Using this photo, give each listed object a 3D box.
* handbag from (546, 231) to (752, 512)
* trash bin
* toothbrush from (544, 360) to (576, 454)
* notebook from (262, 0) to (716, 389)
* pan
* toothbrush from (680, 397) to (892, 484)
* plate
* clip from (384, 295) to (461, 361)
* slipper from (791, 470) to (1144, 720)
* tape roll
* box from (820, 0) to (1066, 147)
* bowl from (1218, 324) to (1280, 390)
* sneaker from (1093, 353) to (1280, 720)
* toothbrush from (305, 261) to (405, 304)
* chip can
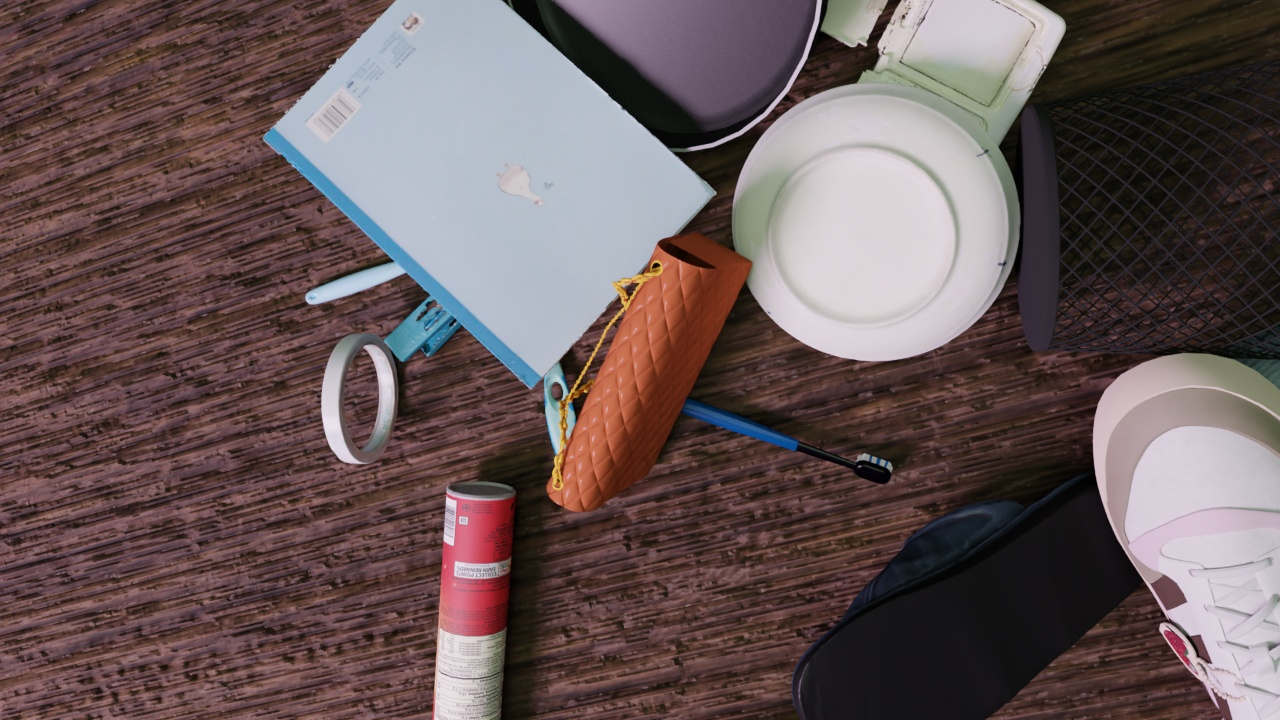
[{"bbox_3d":[-0.003,0.004,0.591,0.060,0.108,0.172,30,109,13],"label":"handbag"},{"bbox_3d":[0.329,-0.081,0.512,0.210,0.183,0.184,-2,93,16],"label":"trash bin"},{"bbox_3d":[-0.061,0.015,0.666,0.022,0.017,0.135,-9,92,8],"label":"toothbrush"},{"bbox_3d":[-0.103,-0.131,0.612,0.253,0.009,0.181,43,87,5],"label":"notebook"},{"bbox_3d":[0.066,-0.239,0.536,0.357,0.034,0.225,4,122,33],"label":"pan"},{"bbox_3d":[0.092,0.052,0.639,0.168,0.014,0.014,19,130,12],"label":"toothbrush"},{"bbox_3d":[0.141,-0.080,0.580,0.182,0.034,0.182,9,115,21],"label":"plate"},{"bbox_3d":[-0.128,-0.049,0.634,0.130,0.120,0.030,-40,87,-3],"label":"clip"},{"bbox_3d":[0.206,0.155,0.595,0.265,0.083,0.109,-30,105,-11],"label":"slipper"},{"bbox_3d":[-0.198,0.027,0.654,0.013,0.093,0.093,0,93,10],"label":"tape roll"},{"bbox_3d":[0.152,-0.186,0.580,0.184,0.044,0.144,27,107,2],"label":"box"},{"bbox_3d":[0.416,0.045,0.557,0.137,0.057,0.137,1,93,11],"label":"bowl"},{"bbox_3d":[0.335,0.139,0.507,0.112,0.116,0.294,-18,110,33],"label":"sneaker"},{"bbox_3d":[-0.181,-0.069,0.684,0.155,0.016,0.022,-17,97,11],"label":"toothbrush"},{"bbox_3d":[-0.123,0.199,0.672,0.052,0.051,0.215,5,94,10],"label":"chip can"}]
